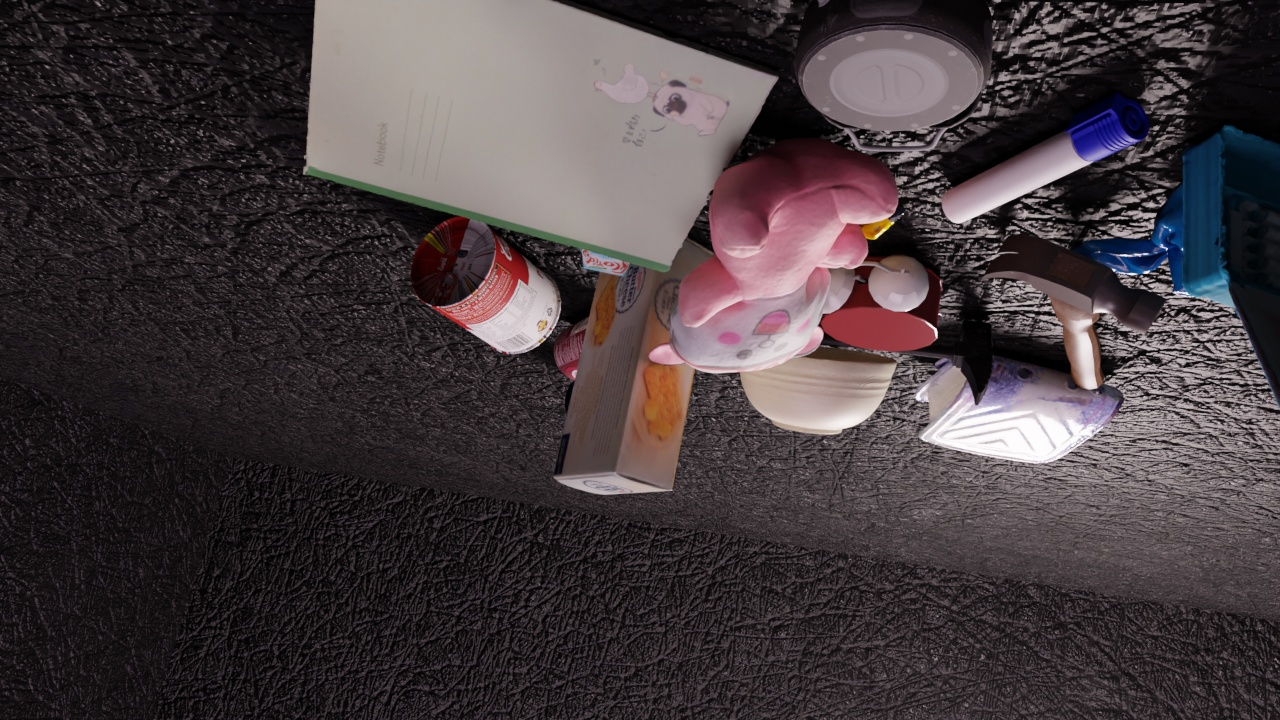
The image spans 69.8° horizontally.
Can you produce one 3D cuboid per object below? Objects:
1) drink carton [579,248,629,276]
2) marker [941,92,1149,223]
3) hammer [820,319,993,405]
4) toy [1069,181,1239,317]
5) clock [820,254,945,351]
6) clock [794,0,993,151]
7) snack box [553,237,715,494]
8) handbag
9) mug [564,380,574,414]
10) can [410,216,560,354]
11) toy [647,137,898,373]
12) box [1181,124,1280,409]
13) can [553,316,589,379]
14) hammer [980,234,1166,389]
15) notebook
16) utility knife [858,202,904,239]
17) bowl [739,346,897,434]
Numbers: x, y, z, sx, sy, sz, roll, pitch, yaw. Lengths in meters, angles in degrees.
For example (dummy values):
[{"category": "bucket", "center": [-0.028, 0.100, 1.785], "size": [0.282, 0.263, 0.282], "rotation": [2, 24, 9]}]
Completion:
[{"category": "drink carton", "center": [-0.023, -0.104, 0.708], "size": [0.044, 0.038, 0.129], "rotation": [11, 164, -2]}, {"category": "marker", "center": [0.231, -0.115, 0.540], "size": [0.027, 0.023, 0.133], "rotation": [37, 157, -12]}, {"category": "hammer", "center": [0.140, -0.018, 0.810], "size": [0.325, 0.094, 0.015], "rotation": [7, 132, 12]}, {"category": "toy", "center": [0.366, -0.053, 0.560], "size": [0.176, 0.071, 0.113], "rotation": [33, 172, 14]}, {"category": "clock", "center": [0.191, -0.049, 0.737], "size": [0.096, 0.048, 0.137], "rotation": [0, 159, 33]}, {"category": "clock", "center": [0.124, -0.150, 0.449], "size": [0.091, 0.043, 0.123], "rotation": [5, 163, 19]}, {"category": "snack box", "center": [-0.005, 0.004, 0.761], "size": [0.057, 0.207, 0.104], "rotation": [21, 161, -28]}, {"category": "handbag", "center": [0.370, 0.041, 0.913], "size": [0.158, 0.069, 0.127], "rotation": [12, 150, -6]}, {"category": "mug", "center": [-0.031, 0.051, 1.191], "size": [0.119, 0.085, 0.100], "rotation": [-23, 172, 6]}, {"category": "can", "center": [-0.137, -0.065, 0.826], "size": [0.087, 0.086, 0.116], "rotation": [2, 162, 26]}, {"category": "toy", "center": [0.083, -0.057, 0.631], "size": [0.141, 0.084, 0.214], "rotation": [-15, 150, -15]}, {"category": "box", "center": [0.398, -0.016, 0.491], "size": [0.227, 0.184, 0.056], "rotation": [15, 153, -14]}, {"category": "can", "center": [-0.046, -0.016, 0.976], "size": [0.063, 0.063, 0.114], "rotation": [18, 162, -23]}, {"category": "hammer", "center": [0.341, -0.022, 0.715], "size": [0.115, 0.033, 0.322], "rotation": [32, -177, 31]}, {"category": "notebook", "center": [-0.071, -0.142, 0.556], "size": [0.252, 0.010, 0.182], "rotation": [14, 143, -13]}, {"category": "utility knife", "center": [0.138, -0.084, 0.675], "size": [0.017, 0.030, 0.163], "rotation": [-12, 169, -23]}, {"category": "bowl", "center": [0.163, 0.027, 0.879], "size": [0.151, 0.075, 0.150], "rotation": [6, -174, -1]}]
